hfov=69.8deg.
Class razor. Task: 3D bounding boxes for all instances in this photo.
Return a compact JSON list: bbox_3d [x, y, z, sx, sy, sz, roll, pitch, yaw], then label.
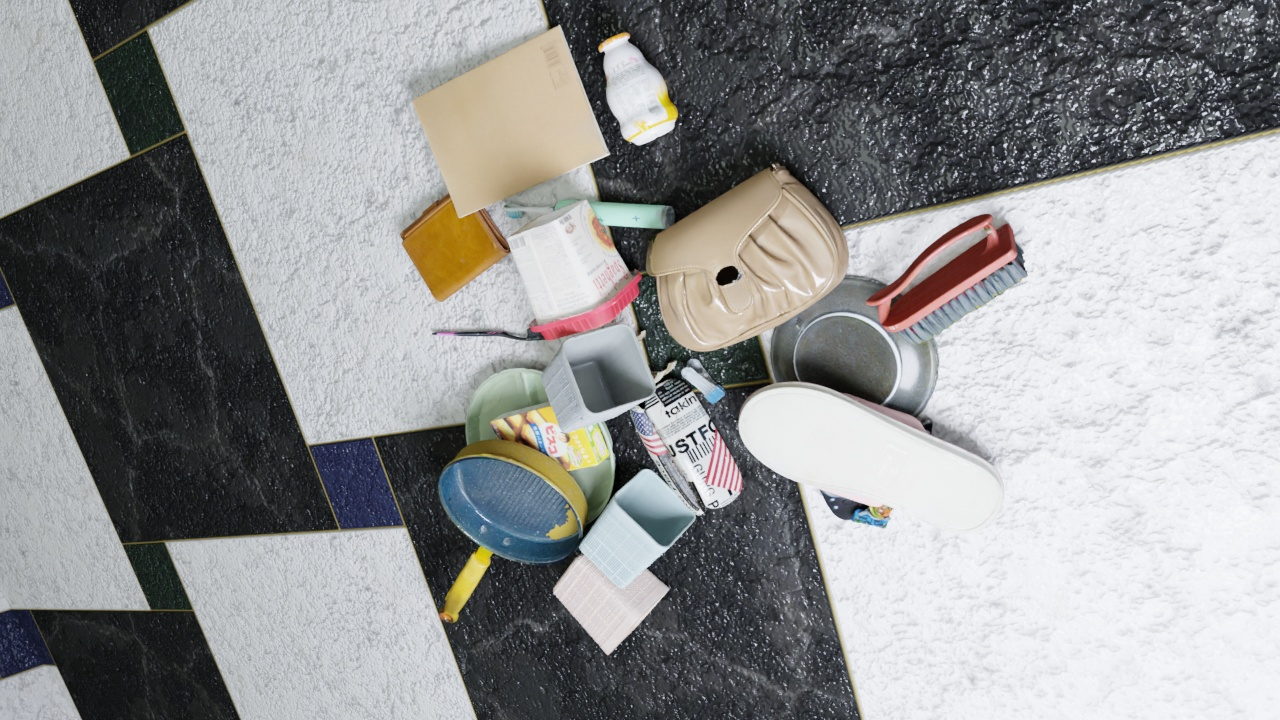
[{"bbox_3d":[0.275,0.123,0.972,0.042,0.022,0.143,14,116,-17],"label":"razor"}]

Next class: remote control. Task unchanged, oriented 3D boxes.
[{"bbox_3d":[0.212,0.114,1.003,0.053,0.024,0.136,-17,110,25],"label":"remote control"}]

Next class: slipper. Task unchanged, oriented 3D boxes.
[{"bbox_3d":[0.234,0.096,0.942,0.274,0.054,0.114,20,110,12],"label":"slipper"}]

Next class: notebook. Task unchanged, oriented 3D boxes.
[{"bbox_3d":[-0.153,-0.270,1.056,0.212,0.012,0.149,-17,99,25],"label":"notebook"}]

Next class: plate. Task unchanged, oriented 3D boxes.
[{"bbox_3d":[0.218,0.002,0.961,0.180,0.024,0.180,11,114,26],"label":"plate"},{"bbox_3d":[-0.130,0.115,1.200,0.230,0.027,0.230,11,113,26],"label":"plate"}]

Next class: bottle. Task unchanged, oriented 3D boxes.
[{"bbox_3d":[-0.006,-0.283,0.954,0.063,0.063,0.108,-20,99,33],"label":"bottle"}]

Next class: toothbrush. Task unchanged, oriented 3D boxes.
[{"bbox_3d":[-0.198,-0.036,1.189,0.189,0.014,0.018,2,100,29],"label":"toothbrush"},{"bbox_3d":[-0.065,-0.169,1.054,0.225,0.026,0.027,8,136,27],"label":"toothbrush"}]

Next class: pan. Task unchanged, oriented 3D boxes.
[{"bbox_3d":[-0.199,0.242,1.214,0.197,0.078,0.359,31,134,-3],"label":"pan"}]

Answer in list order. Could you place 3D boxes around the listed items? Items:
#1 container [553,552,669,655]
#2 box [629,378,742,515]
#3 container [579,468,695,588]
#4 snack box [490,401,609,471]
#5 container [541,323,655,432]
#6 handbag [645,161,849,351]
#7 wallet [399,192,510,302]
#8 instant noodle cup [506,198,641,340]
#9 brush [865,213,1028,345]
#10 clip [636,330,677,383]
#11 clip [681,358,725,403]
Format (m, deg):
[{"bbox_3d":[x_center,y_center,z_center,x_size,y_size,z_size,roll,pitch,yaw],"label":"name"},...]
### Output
[{"bbox_3d":[-0.041,0.298,1.186,0.111,0.090,0.090,42,123,13],"label":"container"},{"bbox_3d":[0.049,0.103,1.091,0.162,0.075,0.086,58,157,-5],"label":"box"},{"bbox_3d":[-0.008,0.211,1.133,0.090,0.089,0.112,43,126,9],"label":"container"},{"bbox_3d":[-0.115,0.097,1.148,0.141,0.033,0.087,-16,101,31],"label":"snack box"},{"bbox_3d":[-0.054,0.026,1.045,0.115,0.090,0.090,-41,68,61],"label":"container"},{"bbox_3d":[0.102,-0.098,0.943,0.205,0.099,0.148,-28,90,31],"label":"handbag"},{"bbox_3d":[-0.241,-0.153,1.154,0.131,0.035,0.119,-30,91,31],"label":"wallet"},{"bbox_3d":[-0.078,-0.103,1.025,0.117,0.116,0.124,-13,111,32],"label":"instant noodle cup"},{"bbox_3d":[0.286,-0.075,0.867,0.069,0.063,0.146,44,124,-12],"label":"brush"},{"bbox_3d":[-0.007,0.005,1.085,0.100,0.035,0.098,-14,106,40],"label":"clip"},{"bbox_3d":[0.072,0.024,1.059,0.057,0.028,0.024,45,126,-3],"label":"clip"}]
